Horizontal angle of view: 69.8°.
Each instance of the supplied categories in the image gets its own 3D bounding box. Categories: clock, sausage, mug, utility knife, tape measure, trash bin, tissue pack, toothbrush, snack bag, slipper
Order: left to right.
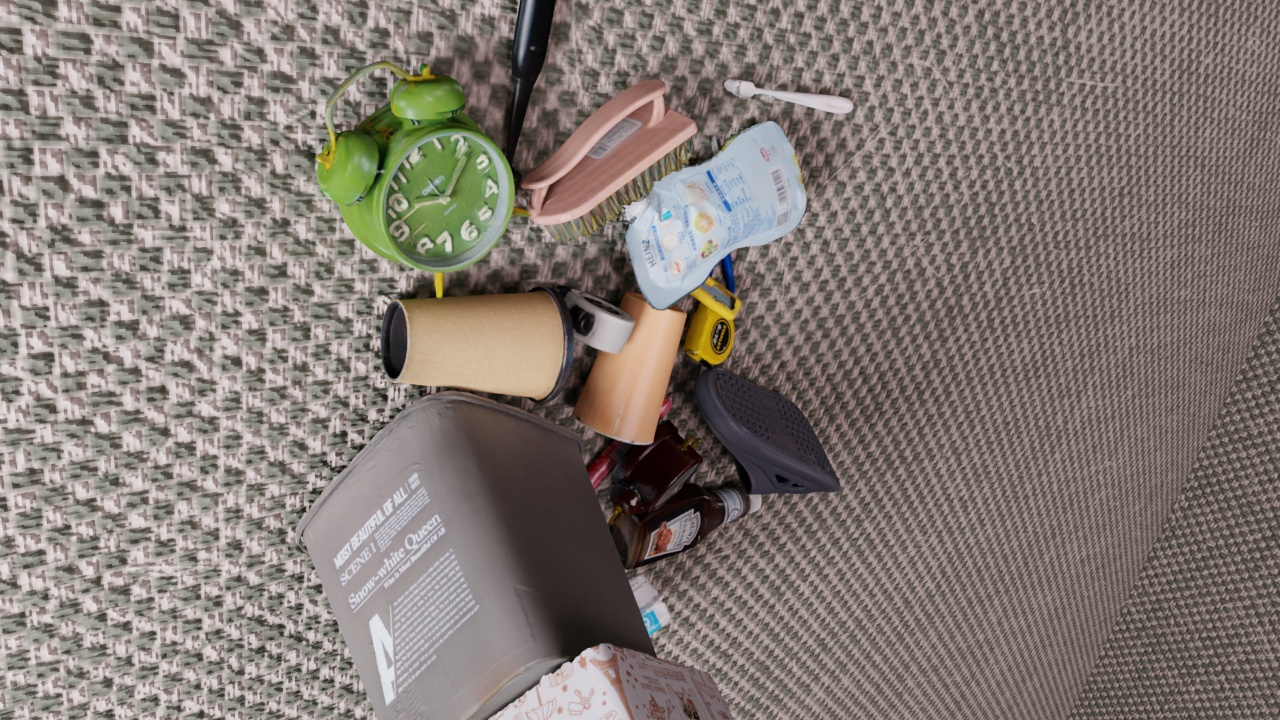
[{"bbox_3d":[-0.150,-0.126,0.620,0.116,0.056,0.161,-46,137,-11],"label":"clock"},{"bbox_3d":[-0.116,0.176,0.689,0.199,0.219,0.198,-45,140,17],"label":"trash bin"},{"bbox_3d":[-0.078,-0.218,0.649,0.026,0.027,0.213,-14,126,-46],"label":"toothbrush"},{"bbox_3d":[-0.039,-0.033,0.772,0.065,0.066,0.033,13,107,-46],"label":"tape measure"},{"bbox_3d":[-0.031,0.275,0.941,0.089,0.063,0.140,-28,167,-27],"label":"tissue pack"},{"bbox_3d":[-0.022,0.088,0.900,0.155,0.020,0.020,-46,137,-10],"label":"sausage"},{"bbox_3d":[-0.005,0.005,0.825,0.078,0.078,0.123,11,103,-46],"label":"mug"},{"bbox_3d":[0.009,0.114,0.899,0.122,0.055,0.082,-47,167,3],"label":"clock"},{"bbox_3d":[0.047,-0.078,0.844,0.154,0.015,0.033,30,63,-41],"label":"utility knife"},{"bbox_3d":[0.066,-0.025,0.899,0.057,0.029,0.060,33,71,-49],"label":"tape measure"},{"bbox_3d":[0.065,-0.130,0.806,0.190,0.039,0.110,-30,121,-26],"label":"snack bag"},{"bbox_3d":[0.123,0.086,0.988,0.083,0.110,0.268,-34,142,22],"label":"slipper"},{"bbox_3d":[0.141,-0.243,0.846,0.179,0.016,0.016,-7,122,-42],"label":"toothbrush"}]

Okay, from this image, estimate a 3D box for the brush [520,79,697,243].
[{"bbox_3d":[-0.028,-0.154,0.710,0.145,0.063,0.073,-39,140,-15],"label":"brush"}]

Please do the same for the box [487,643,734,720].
[{"bbox_3d":[-0.059,0.315,0.614,0.272,0.106,0.178,-49,141,2],"label":"box"}]

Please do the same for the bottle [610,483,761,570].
[{"bbox_3d":[0.055,0.171,1.006,0.194,0.044,0.080,-10,125,-40],"label":"bottle"}]

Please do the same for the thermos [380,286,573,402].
[{"bbox_3d":[-0.120,-0.013,0.702,0.143,0.093,0.093,0,115,-33],"label":"thermos"}]

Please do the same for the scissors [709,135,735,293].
[{"bbox_3d":[0.085,-0.132,0.864,0.162,0.012,0.176,-22,127,-30],"label":"scissors"}]
